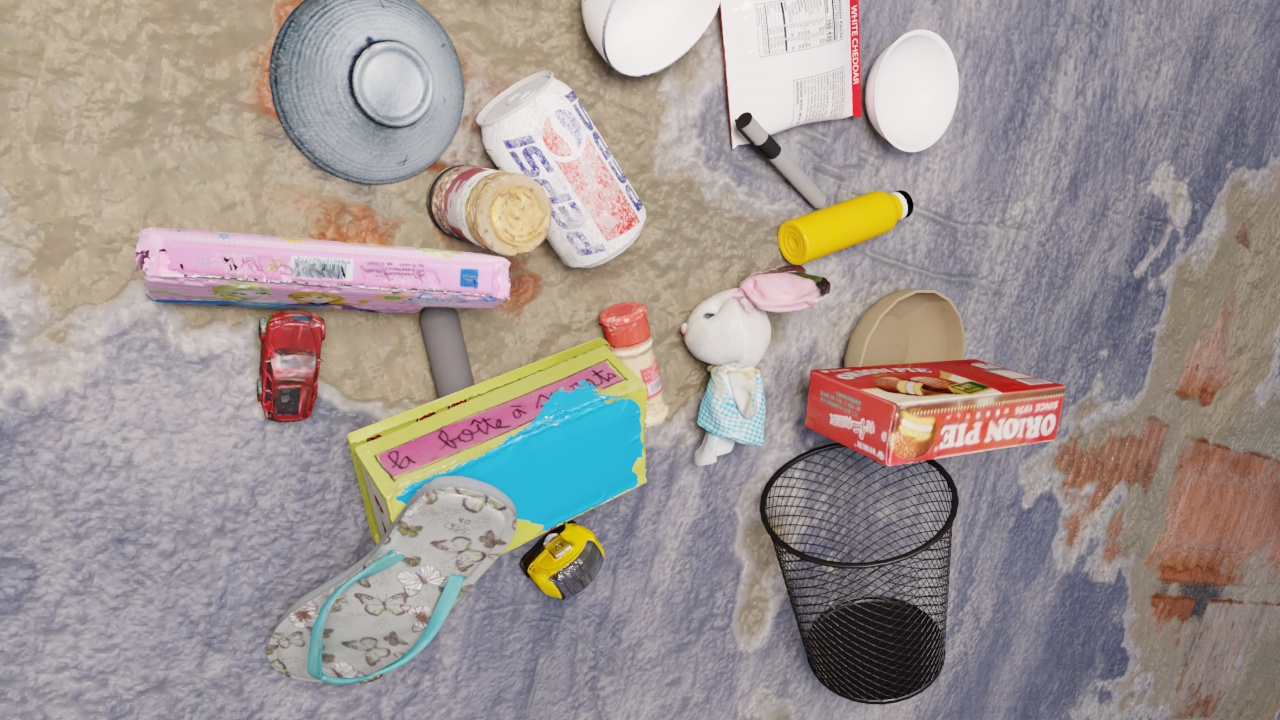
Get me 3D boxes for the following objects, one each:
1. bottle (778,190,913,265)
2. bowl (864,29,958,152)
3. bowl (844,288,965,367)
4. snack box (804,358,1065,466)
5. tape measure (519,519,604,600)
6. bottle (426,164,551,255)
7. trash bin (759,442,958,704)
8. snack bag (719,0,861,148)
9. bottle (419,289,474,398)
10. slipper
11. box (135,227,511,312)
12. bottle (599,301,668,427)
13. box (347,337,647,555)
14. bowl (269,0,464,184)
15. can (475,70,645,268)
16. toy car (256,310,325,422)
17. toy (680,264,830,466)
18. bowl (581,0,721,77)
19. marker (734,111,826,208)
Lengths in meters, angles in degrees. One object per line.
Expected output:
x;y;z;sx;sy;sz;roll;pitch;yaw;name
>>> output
0.201;-0.132;0.882;0.143;0.043;0.043;-21;114;-25;bottle
0.250;-0.257;0.878;0.109;0.040;0.110;-9;108;-29;bowl
0.265;-0.003;0.954;0.152;0.050;0.152;-9;108;-29;bowl
0.282;0.044;0.878;0.236;0.113;0.060;-3;106;-31;snack box
-0.065;0.171;0.793;0.065;0.064;0.037;-36;121;-19;tape measure
-0.111;-0.110;0.659;0.056;0.105;0.056;-9;108;-30;bottle
0.228;0.220;0.927;0.183;0.184;0.210;-28;122;-23;trash bin
0.137;-0.266;0.806;0.143;0.039;0.131;-19;117;-21;snack bag
-0.152;-0.018;0.706;0.030;0.030;0.113;-20;113;-26;bottle
-0.176;0.179;0.649;0.098;0.054;0.269;33;121;-27;slipper
-0.206;-0.053;0.612;0.230;0.085;0.053;2;97;-25;box
-0.005;0.005;0.796;0.044;0.044;0.109;-25;116;-24;bottle
-0.102;0.079;0.719;0.220;0.081;0.125;-26;136;-26;box
-0.176;-0.188;0.626;0.136;0.057;0.137;-9;108;-30;bowl
-0.059;-0.143;0.698;0.078;0.078;0.136;-43;121;-14;can
-0.244;0.005;0.640;0.042;0.036;0.091;-1;127;-28;toy car
0.080;0.000;0.834;0.105;0.131;0.205;20;103;-3;toy
0.002;-0.280;0.692;0.113;0.063;0.114;-31;157;-16;bowl
0.129;-0.177;0.827;0.140;0.016;0.016;32;86;-45;marker
